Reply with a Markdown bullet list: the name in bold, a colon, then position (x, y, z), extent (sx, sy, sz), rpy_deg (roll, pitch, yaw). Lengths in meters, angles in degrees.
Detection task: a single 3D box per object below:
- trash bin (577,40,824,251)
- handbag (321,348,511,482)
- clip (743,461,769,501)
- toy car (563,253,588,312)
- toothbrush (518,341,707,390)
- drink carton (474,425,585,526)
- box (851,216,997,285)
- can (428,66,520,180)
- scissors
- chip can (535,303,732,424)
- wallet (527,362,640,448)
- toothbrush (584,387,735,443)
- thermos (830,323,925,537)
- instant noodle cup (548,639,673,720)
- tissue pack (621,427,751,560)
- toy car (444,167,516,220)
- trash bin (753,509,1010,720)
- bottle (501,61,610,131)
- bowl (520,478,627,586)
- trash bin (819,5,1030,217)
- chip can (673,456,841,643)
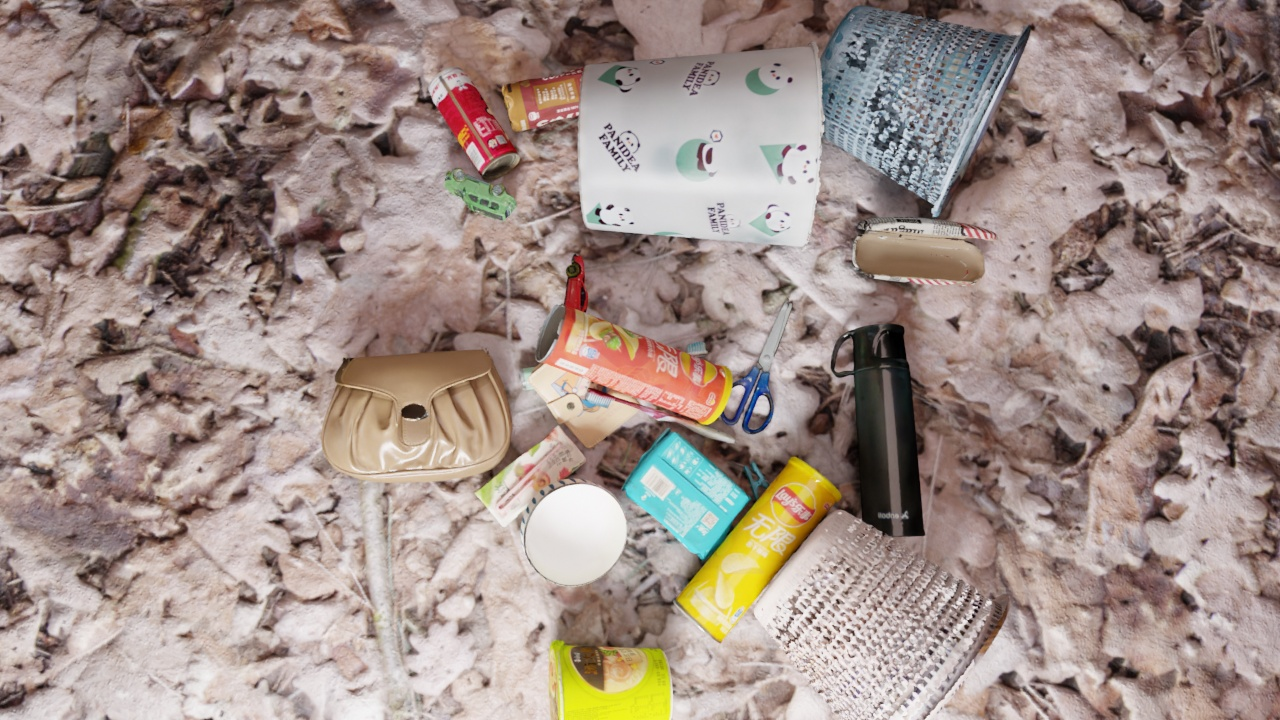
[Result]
- **trash bin**: position (0.064, -0.240, 1.036), extent (0.252, 0.230, 0.229), rpy_deg (1, 79, 3)
- **handbag**: position (-0.247, 0.061, 1.021), extent (0.204, 0.100, 0.147), rpy_deg (-5, 76, -7)
- **clip**: position (0.138, 0.145, 1.068), extent (0.039, 0.014, 0.056), rpy_deg (-24, 84, -7)
- **toy car**: position (-0.077, -0.073, 1.079), extent (0.031, 0.049, 0.106), rpy_deg (6, 79, -2)
- **toothbrush**: position (-0.031, 0.006, 1.078), extent (0.224, 0.026, 0.027), rpy_deg (-8, 72, -4)
- **drink carton**: position (-0.124, 0.131, 1.041), extent (0.122, 0.045, 0.053), rpy_deg (-39, 85, -8)
- **box**: position (0.339, -0.141, 1.092), extent (0.162, 0.088, 0.076), rpy_deg (6, 64, 2)
- **can**: position (-0.202, -0.286, 1.110), extent (0.053, 0.053, 0.132), rpy_deg (-32, 82, -8)
- **scissors**: position (0.157, 0.010, 1.094), extent (0.174, 0.012, 0.108), rpy_deg (-42, 82, -10)
- **chip can**: position (-0.006, 0.006, 1.021), extent (0.216, 0.073, 0.073), rpy_deg (20, 78, -21)
- **wallet**: position (-0.067, 0.037, 1.055), extent (0.087, 0.024, 0.115), rpy_deg (-40, 105, -3)
- **toothbrush**: position (0.024, 0.068, 1.057), extent (0.187, 0.016, 0.017), rpy_deg (19, 103, -13)
- **thermos**: position (0.273, 0.083, 1.065), extent (0.090, 0.068, 0.242), rpy_deg (-7, 77, 23)
- **instant noodle cup**: position (-0.032, 0.353, 0.980), extent (0.123, 0.112, 0.111), rpy_deg (-1, 79, -12)
- **tissue pack**: position (0.053, 0.152, 1.043), extent (0.133, 0.050, 0.093), rpy_deg (41, 79, 4)
- **toy car**: position (-0.194, -0.199, 1.099), extent (0.091, 0.043, 0.036), rpy_deg (25, 80, 2)
- **trash bin**: position (0.236, 0.272, 0.961), extent (0.192, 0.227, 0.227), rpy_deg (39, 80, 17)
- **bottle**: position (-0.078, -0.326, 1.121), extent (0.175, 0.057, 0.057), rpy_deg (-15, 81, -5)
- **bowl**: position (-0.079, 0.184, 1.015), extent (0.116, 0.066, 0.116), rpy_deg (-3, 98, -19)
- **trash bin**: position (0.309, -0.309, 1.073), extent (0.195, 0.226, 0.226), rpy_deg (27, 79, 16)
- **chip can**: position (0.129, 0.208, 1.019), extent (0.072, 0.072, 0.213), rpy_deg (41, 84, 5)
